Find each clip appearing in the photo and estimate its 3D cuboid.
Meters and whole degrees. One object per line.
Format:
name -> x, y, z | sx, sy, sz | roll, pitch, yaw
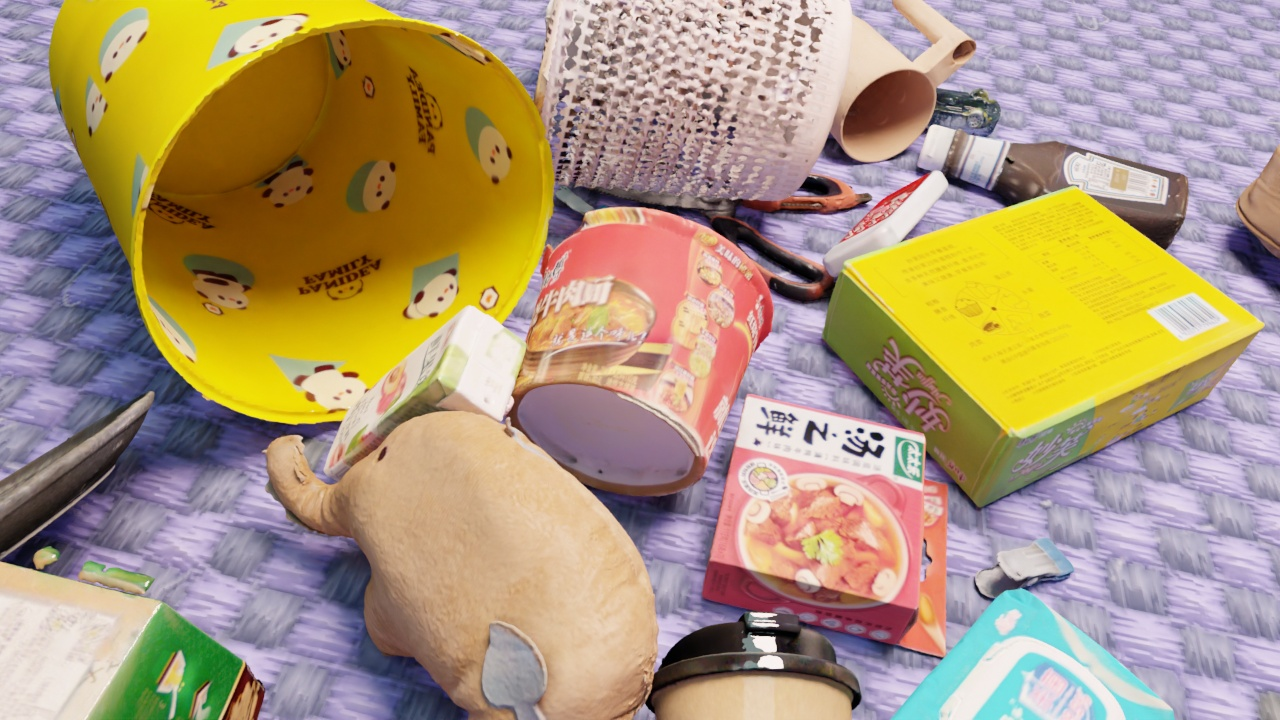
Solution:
clip -> 0.207, 0.112, 0.493 | 0.056, 0.026, 0.024 | -8, 50, -29

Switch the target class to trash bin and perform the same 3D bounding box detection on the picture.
trash bin -> -0.217, -0.128, 0.549 | 0.229, 0.230, 0.255 | -28, 50, -27
trash bin -> 0.030, -0.204, 0.636 | 0.192, 0.228, 0.226 | 12, 46, -8

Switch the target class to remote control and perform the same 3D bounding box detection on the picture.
remote control -> 0.174, -0.098, 0.645 | 0.020, 0.056, 0.135 | 57, 43, -7

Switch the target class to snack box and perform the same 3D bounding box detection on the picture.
snack box -> -0.231, 0.146, 0.361 | 0.118, 0.106, 0.117 | 11, 48, 6
snack box -> 0.106, 0.084, 0.489 | 0.127, 0.044, 0.113 | 12, 47, 6
snack box -> 0.246, -0.019, 0.579 | 0.209, 0.070, 0.157 | -20, 51, -21

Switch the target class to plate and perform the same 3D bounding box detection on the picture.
plate -> -0.297, 0.075, 0.418 | 0.179, 0.024, 0.179 | -29, 16, 9

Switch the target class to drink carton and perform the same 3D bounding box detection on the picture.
drink carton -> -0.111, 0.027, 0.475 | 0.045, 0.123, 0.053 | 37, 42, -24

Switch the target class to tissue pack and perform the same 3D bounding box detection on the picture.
tissue pack -> 0.164, 0.174, 0.405 | 0.133, 0.050, 0.093 | -35, 59, -30

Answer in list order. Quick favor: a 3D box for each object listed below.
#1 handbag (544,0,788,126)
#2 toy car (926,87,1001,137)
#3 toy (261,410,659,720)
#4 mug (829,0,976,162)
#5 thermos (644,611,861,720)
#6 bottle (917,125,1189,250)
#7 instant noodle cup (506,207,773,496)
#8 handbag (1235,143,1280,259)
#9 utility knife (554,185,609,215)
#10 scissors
handbag -> 0.033, -0.281, 0.793 | 0.197, 0.099, 0.144 | 14, 40, 9
toy car -> 0.261, -0.214, 0.787 | 0.090, 0.034, 0.042 | 13, 50, 9
toy -> -0.086, 0.087, 0.415 | 0.226, 0.143, 0.082 | 40, 13, 28
mug -> 0.195, -0.240, 0.753 | 0.125, 0.084, 0.103 | -41, 46, 18
thermos -> 0.047, 0.183, 0.366 | 0.093, 0.093, 0.143 | 2, 54, -3
bottle -> 0.318, -0.142, 0.719 | 0.195, 0.044, 0.079 | 20, 48, 15
instant noodle cup -> -0.003, 0.003, 0.504 | 0.138, 0.138, 0.108 | 14, 56, 8
handbag -> 0.536, -0.079, 0.645 | 0.147, 0.100, 0.204 | -14, 49, -27
utility knife -> 0.000, -0.079, 0.651 | 0.034, 0.018, 0.187 | -24, 52, -39
scissors -> 0.072, -0.111, 0.690 | 0.226, 0.015, 0.188 | -2, 47, -6
